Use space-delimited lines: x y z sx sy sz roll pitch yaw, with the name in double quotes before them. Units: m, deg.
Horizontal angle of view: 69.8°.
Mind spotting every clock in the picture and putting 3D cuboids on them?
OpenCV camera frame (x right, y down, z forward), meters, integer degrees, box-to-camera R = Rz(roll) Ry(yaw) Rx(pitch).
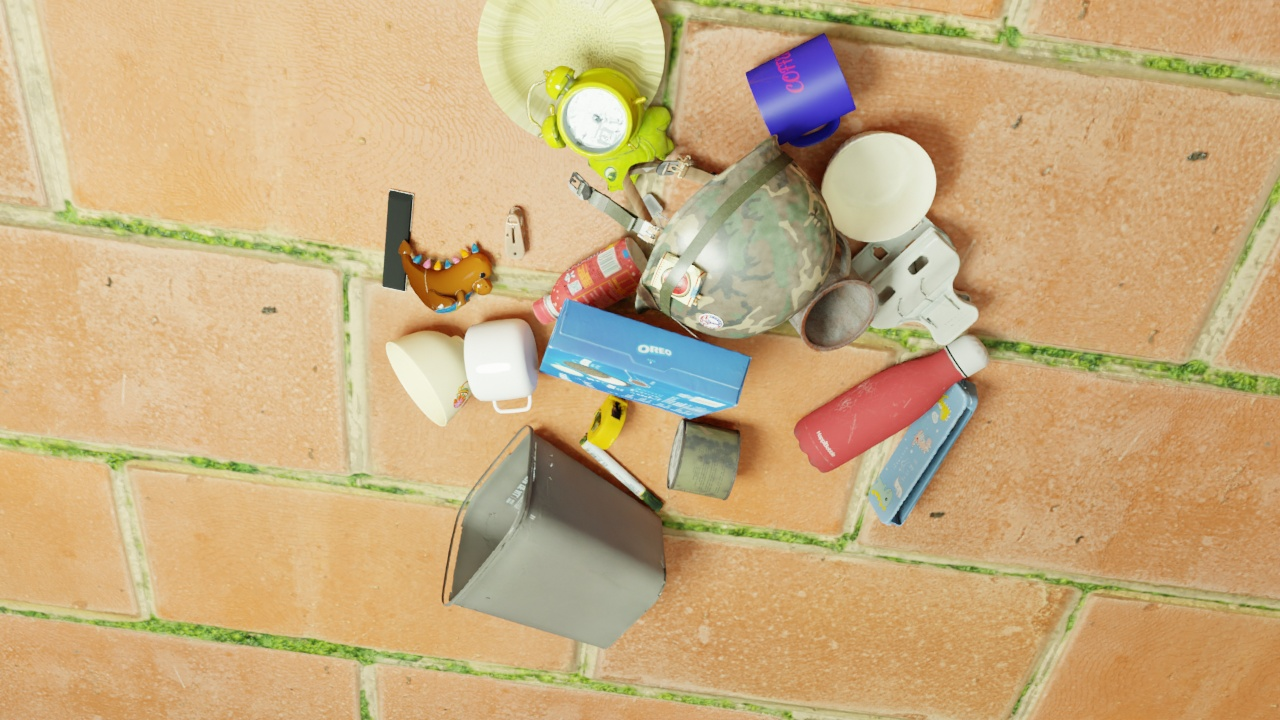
"clock" -0.054 -0.245 0.906 0.119 0.057 0.083 12 121 4

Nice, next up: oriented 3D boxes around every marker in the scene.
"marker" -0.024 0.149 1.198 0.017 0.017 0.146 -38 111 22

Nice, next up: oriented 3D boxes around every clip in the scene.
"clip" 0.306 -0.078 1.014 0.150 0.089 0.126 41 118 -7
"clip" -0.141 -0.141 1.030 0.026 0.049 0.061 7 93 -1

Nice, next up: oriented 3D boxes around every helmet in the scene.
"helmet" 0.066 -0.127 0.907 0.225 0.192 0.236 -37 95 35

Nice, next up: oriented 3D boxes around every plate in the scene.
"plate" -0.068 -0.313 0.921 0.184 0.036 0.185 2 121 3

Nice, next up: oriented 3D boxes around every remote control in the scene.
"remote control" -0.280 -0.135 1.053 0.028 0.011 0.124 12 120 -3

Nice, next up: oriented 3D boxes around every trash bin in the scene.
"trash bin" -0.101 0.237 1.164 0.220 0.197 0.198 30 118 -20

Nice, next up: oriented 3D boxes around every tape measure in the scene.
"tape measure" -0.044 0.080 1.135 0.030 0.058 0.068 28 118 -13

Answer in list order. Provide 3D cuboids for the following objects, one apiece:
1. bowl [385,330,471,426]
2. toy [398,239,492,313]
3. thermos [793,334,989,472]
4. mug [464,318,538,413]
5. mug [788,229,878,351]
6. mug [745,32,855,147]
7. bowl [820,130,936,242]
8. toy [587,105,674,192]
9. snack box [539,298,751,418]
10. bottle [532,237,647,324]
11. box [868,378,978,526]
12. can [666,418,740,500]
"bowl" -0.237 0.009 1.093 0.073 0.118 0.118 -36 120 -25
"toy" -0.222 -0.106 1.049 0.090 0.070 0.103 -34 99 3
"thermos" 0.297 0.047 1.084 0.240 0.073 0.073 -34 112 21
"mug" -0.159 0.009 1.080 0.068 0.094 0.116 -6 112 6
"mug" 0.191 -0.089 0.978 0.096 0.110 0.123 -8 130 -25
"mug" 0.165 -0.259 0.920 0.084 0.079 0.111 -23 144 16
"bowl" 0.243 -0.188 0.957 0.115 0.062 0.115 2 120 3
"toy" -0.011 -0.226 0.970 0.093 0.036 0.094 -5 117 1
"snack box" -0.006 0.006 1.001 0.195 0.239 0.056 18 82 -6
"bottle" -0.059 -0.083 1.040 0.138 0.061 0.062 -26 115 18
"box" 0.340 0.112 1.124 0.052 0.066 0.210 21 120 0
"can" 0.079 0.122 1.133 0.074 0.089 0.090 12 120 -3
